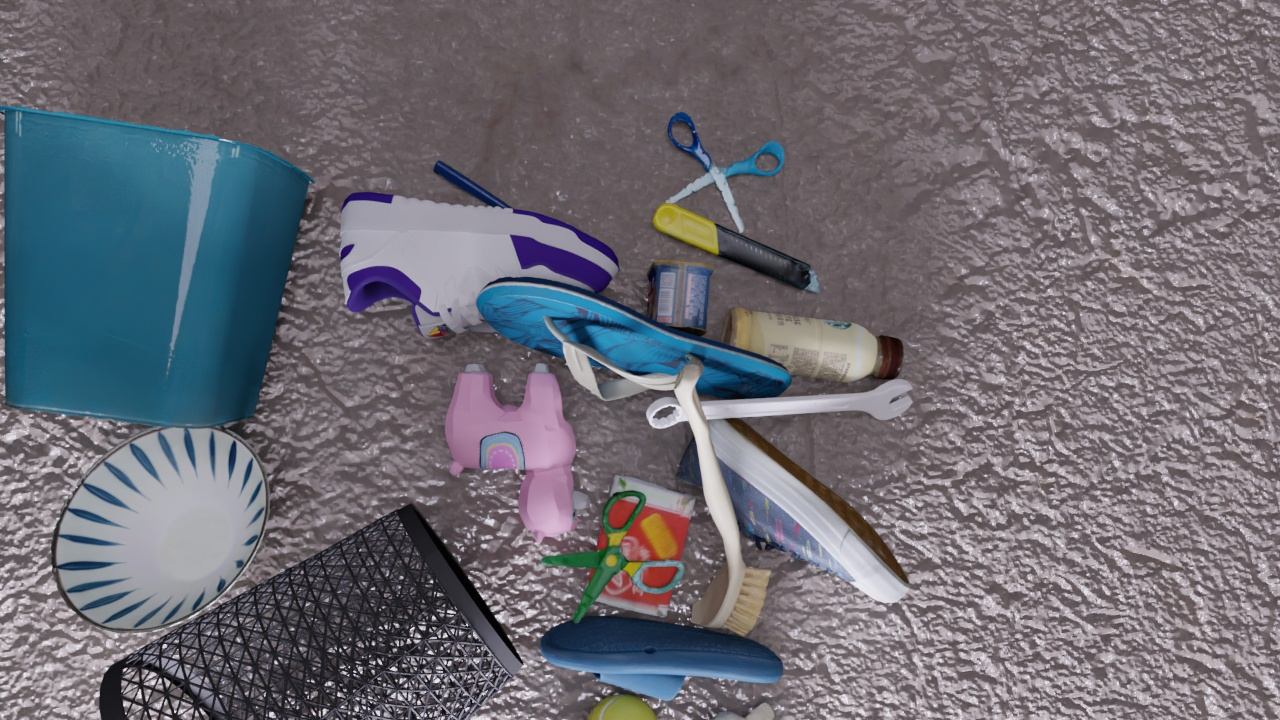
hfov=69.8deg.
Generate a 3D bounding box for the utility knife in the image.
[{"bbox_3d":[0.093,-0.104,0.867,0.174,0.020,0.029,24,100,-3],"label":"utility knife"}]

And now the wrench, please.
[{"bbox_3d":[0.131,0.040,0.809,0.273,0.047,0.009,-2,44,-24],"label":"wrench"}]

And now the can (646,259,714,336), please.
[{"bbox_3d":[0.032,-0.052,0.817,0.054,0.100,0.059,5,86,-4],"label":"can"}]

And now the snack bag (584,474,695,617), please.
[{"bbox_3d":[0.000,0.168,0.828,0.077,0.036,0.116,15,84,-4],"label":"snack bag"}]

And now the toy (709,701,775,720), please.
[{"bbox_3d":[0.086,0.356,0.812,0.112,0.050,0.087,-33,89,-28],"label":"toy"}]

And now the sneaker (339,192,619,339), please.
[{"bbox_3d":[-0.144,-0.069,0.789,0.244,0.092,0.111,9,81,1],"label":"sneaker"}]

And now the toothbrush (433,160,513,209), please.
[{"bbox_3d":[-0.111,-0.127,0.852,0.190,0.016,0.017,34,90,-2],"label":"toothbrush"}]

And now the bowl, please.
[{"bbox_3d":[-0.383,0.145,0.767,0.177,0.071,0.177,-2,62,4],"label":"bowl"}]

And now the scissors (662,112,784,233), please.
[{"bbox_3d":[0.073,-0.185,0.876,0.127,0.014,0.133,-33,94,-2],"label":"scissors"}]

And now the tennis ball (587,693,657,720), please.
[{"bbox_3d":[-0.016,0.325,0.799,0.065,0.065,0.065,0,85,-5],"label":"tennis ball"}]

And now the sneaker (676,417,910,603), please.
[{"bbox_3d":[0.134,0.143,0.830,0.235,0.087,0.079,40,102,4],"label":"sneaker"}]

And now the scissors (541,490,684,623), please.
[{"bbox_3d":[-0.019,0.177,0.801,0.127,0.011,0.125,30,82,-1],"label":"scissors"}]

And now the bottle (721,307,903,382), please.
[{"bbox_3d":[0.158,-0.012,0.846,0.162,0.056,0.056,7,85,-5],"label":"bottle"}]

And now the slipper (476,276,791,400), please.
[{"bbox_3d":[-0.005,0.005,0.780,0.294,0.118,0.060,17,69,-23],"label":"slipper"}]

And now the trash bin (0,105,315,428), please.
[{"bbox_3d":[-0.392,-0.066,0.743,0.199,0.196,0.218,8,91,-4],"label":"trash bin"}]

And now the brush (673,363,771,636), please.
[{"bbox_3d":[0.063,0.123,0.774,0.077,0.062,0.272,-11,117,-1],"label":"brush"}]

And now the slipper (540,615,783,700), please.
[{"bbox_3d":[0.019,0.262,0.792,0.213,0.104,0.059,8,87,-8],"label":"slipper"}]

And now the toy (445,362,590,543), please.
[{"bbox_3d":[-0.108,0.081,0.812,0.123,0.067,0.157,-2,90,-4],"label":"toy"}]

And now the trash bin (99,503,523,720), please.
[{"bbox_3d":[-0.239,0.250,0.723,0.243,0.217,0.217,-35,89,-14],"label":"trash bin"}]

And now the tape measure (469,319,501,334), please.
[{"bbox_3d":[-0.127,-0.054,0.842,0.062,0.020,0.060,3,85,-5],"label":"tape measure"}]
